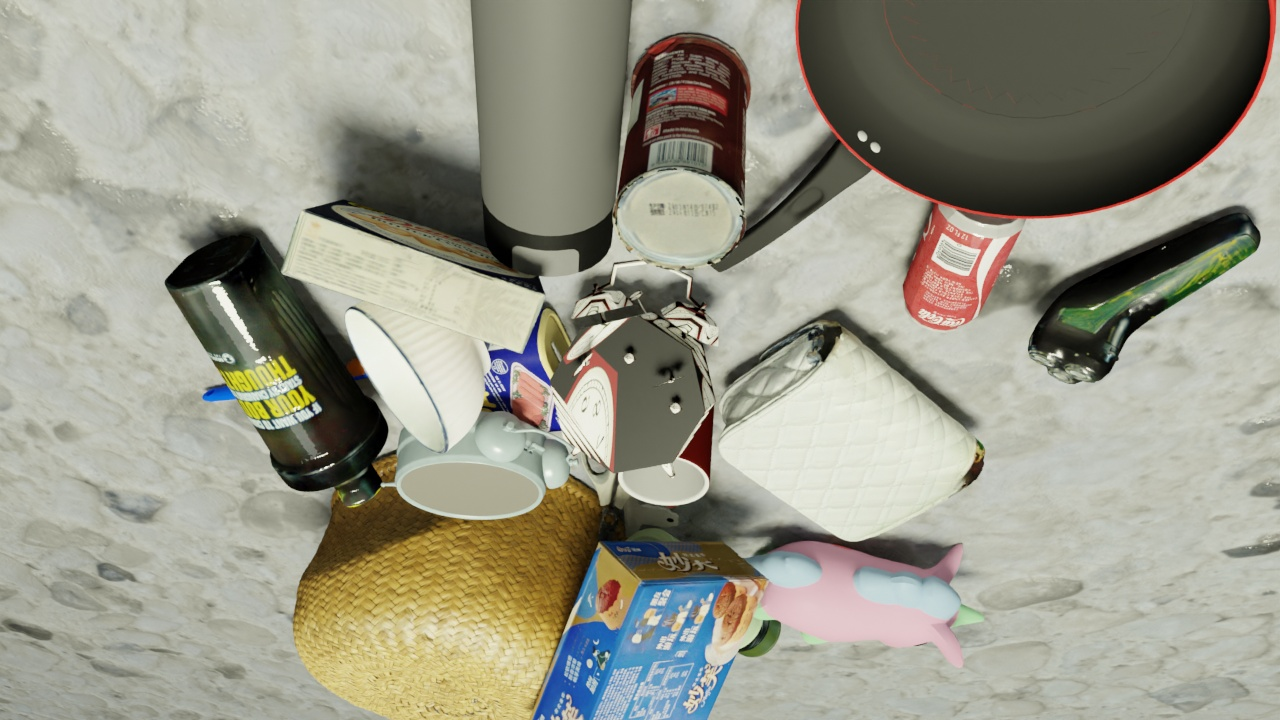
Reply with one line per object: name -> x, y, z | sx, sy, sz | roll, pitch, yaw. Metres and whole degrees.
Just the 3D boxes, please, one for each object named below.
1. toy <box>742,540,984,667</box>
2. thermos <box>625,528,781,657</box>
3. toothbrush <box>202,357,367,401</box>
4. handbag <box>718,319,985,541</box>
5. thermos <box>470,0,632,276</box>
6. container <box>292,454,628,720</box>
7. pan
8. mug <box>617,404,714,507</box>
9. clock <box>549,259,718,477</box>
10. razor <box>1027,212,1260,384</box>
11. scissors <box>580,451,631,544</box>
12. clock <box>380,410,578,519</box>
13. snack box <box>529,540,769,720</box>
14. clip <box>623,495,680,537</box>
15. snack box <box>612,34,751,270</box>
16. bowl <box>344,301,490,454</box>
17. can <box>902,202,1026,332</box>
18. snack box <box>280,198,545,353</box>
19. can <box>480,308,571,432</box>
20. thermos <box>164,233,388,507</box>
toy -> 0.209, 0.229, 0.903 | 0.222, 0.119, 0.172 | 27, 146, -23
thermos -> 0.069, 0.245, 0.949 | 0.082, 0.082, 0.231 | -20, 141, 29
toothbrush -> -0.309, 0.018, 0.798 | 0.183, 0.016, 0.018 | -8, 132, 18
handbag -> 0.163, 0.057, 0.730 | 0.195, 0.072, 0.139 | 35, 124, -29
thermos -> -0.049, -0.155, 0.501 | 0.082, 0.082, 0.241 | 7, 140, 0
container -> -0.174, 0.242, 0.908 | 0.307, 0.196, 0.308 | 5, 142, 4
pan -> 0.145, -0.134, 0.504 | 0.209, 0.067, 0.357 | 36, 151, -15
mug -> 0.024, 0.074, 0.761 | 0.073, 0.082, 0.106 | 0, 140, 9
clock -> -0.004, 0.004, 0.657 | 0.115, 0.065, 0.155 | 11, 99, 13
razor -> 0.328, -0.037, 0.598 | 0.054, 0.067, 0.152 | 32, 126, -32
scissors -> -0.015, 0.134, 0.825 | 0.121, 0.012, 0.171 | -15, 103, 7
clock -> -0.125, 0.083, 0.735 | 0.160, 0.045, 0.122 | -20, 143, 31
snack box -> 0.005, 0.263, 0.807 | 0.154, 0.069, 0.203 | 9, 108, -41
clip -> 0.012, 0.136, 0.895 | 0.058, 0.050, 0.102 | -2, 141, 0
snack box -> 0.024, -0.116, 0.506 | 0.072, 0.121, 0.072 | 4, 141, 3
bowl -> -0.146, 0.000, 0.639 | 0.118, 0.062, 0.118 | 40, 150, 28
can -> 0.205, -0.066, 0.590 | 0.054, 0.053, 0.097 | 7, 140, 1
snack box -> -0.138, -0.058, 0.589 | 0.144, 0.145, 0.043 | 18, 100, -13
can -> -0.100, 0.013, 0.729 | 0.092, 0.056, 0.116 | -7, 138, 15
thermos -> -0.275, 0.012, 0.715 | 0.098, 0.097, 0.221 | -8, 127, 17
